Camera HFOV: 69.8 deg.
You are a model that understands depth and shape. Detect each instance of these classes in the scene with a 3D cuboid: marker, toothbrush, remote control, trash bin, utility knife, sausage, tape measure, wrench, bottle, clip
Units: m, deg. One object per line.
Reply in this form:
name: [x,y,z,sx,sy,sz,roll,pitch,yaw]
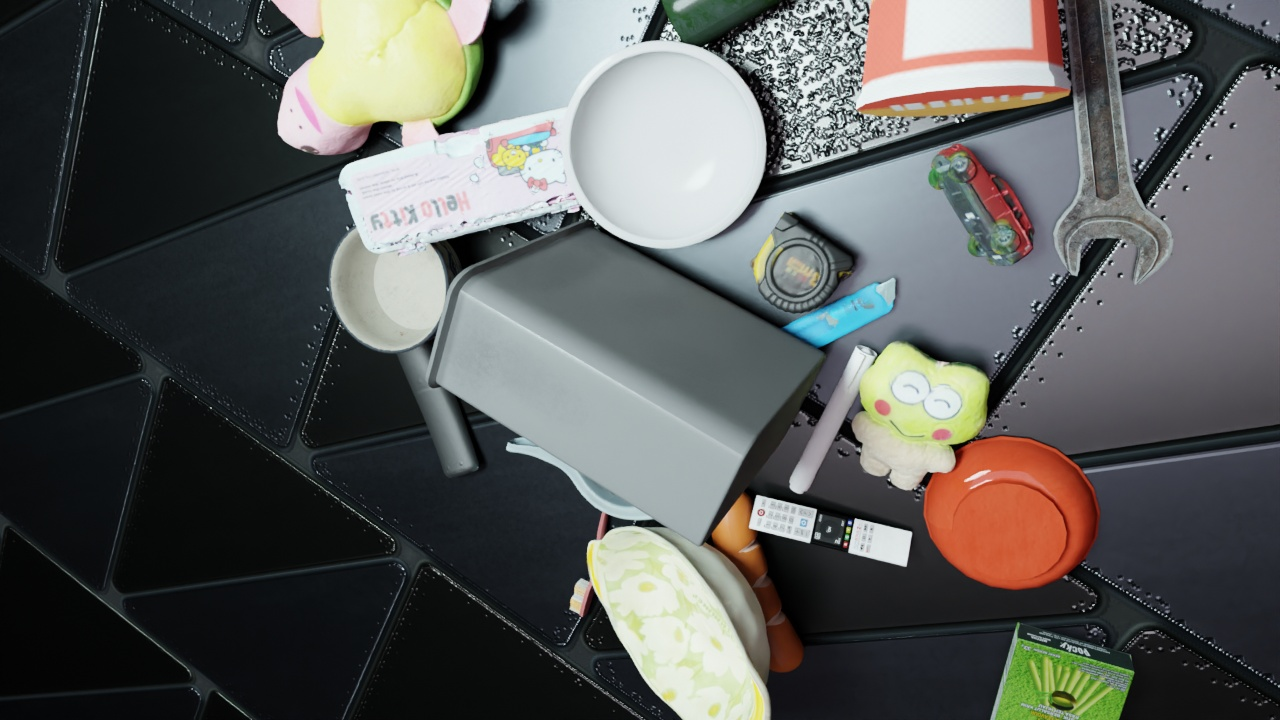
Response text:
marker: [0.147,0.049,0.712,0.017,0.020,0.134,32,115,22]
toothbrush: [-0.036,0.151,0.823,0.016,0.015,0.185,23,112,18]
remote control: [-0.192,0.036,0.849,0.041,0.020,0.152,-18,96,27]
trash bin: [-0.004,0.004,0.657,0.220,0.191,0.098,30,120,14]
utility knife: [0.126,-0.021,0.704,0.159,0.015,0.031,-28,96,26]
sausage: [0.093,0.184,0.764,0.044,0.039,0.164,-17,98,15]
remote control: [0.150,0.136,0.729,0.124,0.012,0.028,12,68,12]
tape measure: [0.118,-0.067,0.682,0.067,0.038,0.063,35,107,6]
wrench: [0.292,-0.181,0.589,0.070,0.010,0.273,-7,102,24]
bottle: [0.099,-0.275,0.617,0.174,0.055,0.055,-21,96,25]
clip: [-0.045,0.102,0.793,0.172,0.029,0.143,6,102,28]

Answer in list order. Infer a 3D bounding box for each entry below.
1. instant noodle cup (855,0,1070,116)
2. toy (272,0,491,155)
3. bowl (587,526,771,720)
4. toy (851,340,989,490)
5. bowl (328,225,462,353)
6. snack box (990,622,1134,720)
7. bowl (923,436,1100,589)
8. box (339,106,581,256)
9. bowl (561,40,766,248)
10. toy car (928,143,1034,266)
instant noodle cup: [0.196,-0.220,0.562,0.124,0.123,0.121,1,98,22]
toy: [-0.208,-0.241,0.736,0.239,0.087,0.190,-33,111,32]
bowl: [0.044,0.210,0.755,0.219,0.060,0.189,32,136,42]
toy: [0.201,0.044,0.676,0.092,0.046,0.115,22,121,13]
bowl: [-0.204,-0.067,0.797,0.116,0.059,0.115,3,99,17]
snack box: [0.316,0.283,0.709,0.080,0.025,0.148,13,110,19]
bowl: [0.270,0.119,0.674,0.122,0.035,0.122,7,108,21]
box: [-0.130,-0.139,0.721,0.202,0.044,0.086,-13,103,3]
bowl: [0.018,-0.161,0.682,0.149,0.043,0.150,3,115,7]
toy car: [0.230,-0.105,0.619,0.036,0.042,0.091,-39,95,-2]
